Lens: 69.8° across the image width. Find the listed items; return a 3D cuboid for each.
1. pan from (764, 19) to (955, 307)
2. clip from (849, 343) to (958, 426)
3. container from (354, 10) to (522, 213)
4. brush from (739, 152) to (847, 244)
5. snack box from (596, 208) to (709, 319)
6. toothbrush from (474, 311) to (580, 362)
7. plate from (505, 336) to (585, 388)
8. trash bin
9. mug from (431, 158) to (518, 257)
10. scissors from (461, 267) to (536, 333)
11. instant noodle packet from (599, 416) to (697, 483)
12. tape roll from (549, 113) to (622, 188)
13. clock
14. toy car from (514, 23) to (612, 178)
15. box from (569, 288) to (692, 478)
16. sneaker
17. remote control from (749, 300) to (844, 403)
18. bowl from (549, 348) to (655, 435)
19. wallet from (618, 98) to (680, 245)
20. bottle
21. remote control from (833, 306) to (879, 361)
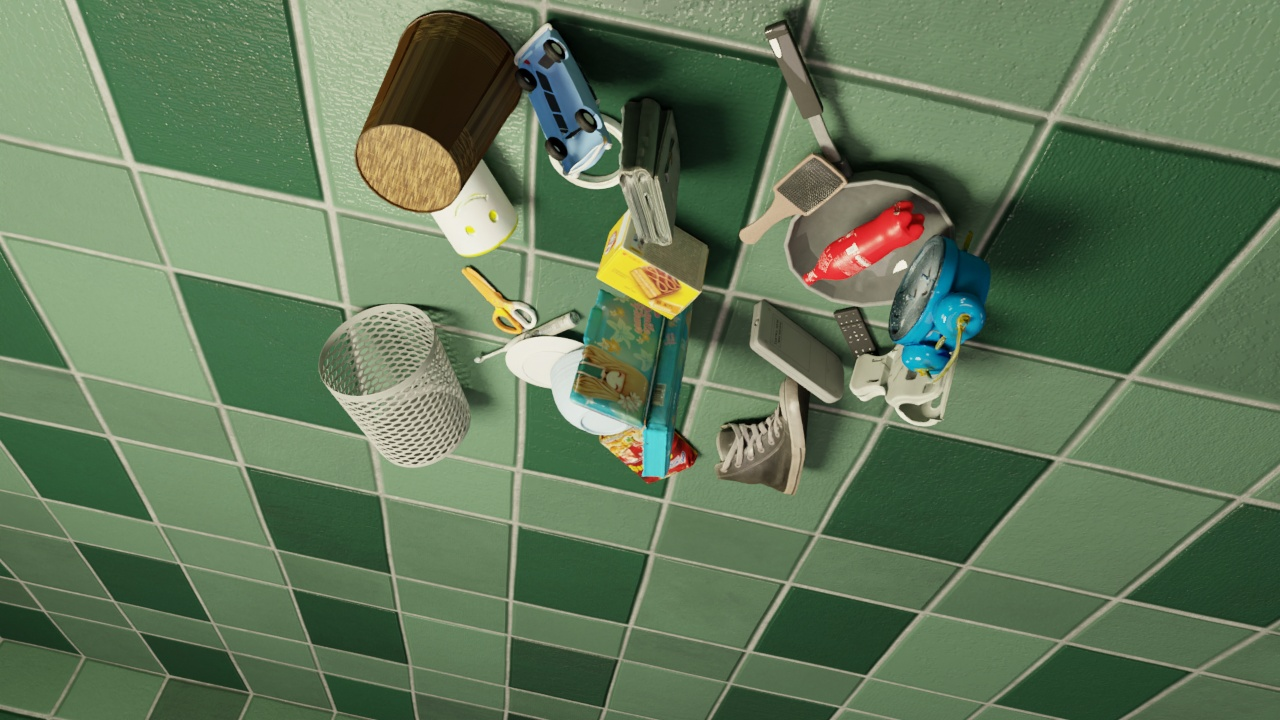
[{"bbox_3d":[0.205,-0.191,0.935,0.179,0.041,0.357,-13,134,27],"label":"pan"},{"bbox_3d":[0.327,0.019,1.089,0.104,0.126,0.152,31,150,-12],"label":"clip"},{"bbox_3d":[-0.199,-0.236,0.890,0.132,0.166,0.132,7,140,6],"label":"container"},{"bbox_3d":[0.149,-0.157,0.945,0.050,0.015,0.136,35,136,-17],"label":"brush"},{"bbox_3d":[0.016,-0.113,1.044,0.105,0.083,0.061,28,137,-17],"label":"snack box"},{"bbox_3d":[-0.157,-0.027,1.237,0.186,0.024,0.022,-20,87,33],"label":"toothbrush"},{"bbox_3d":[-0.118,0.009,1.256,0.134,0.011,0.135,3,148,1],"label":"plate"},{"bbox_3d":[-0.328,0.041,1.262,0.156,0.156,0.183,1,141,14],"label":"trash bin"},{"bbox_3d":[-0.196,-0.181,1.020,0.083,0.082,0.106,-9,135,23],"label":"mug"},{"bbox_3d":[-0.185,-0.080,1.189,0.065,0.013,0.128,-15,134,28],"label":"scissors"},{"bbox_3d":[0.011,0.128,1.363,0.099,0.039,0.135,-27,126,28],"label":"instant noodle packet"},{"bbox_3d":[-0.053,-0.225,0.985,0.093,0.013,0.093,7,140,6],"label":"tape roll"},{"bbox_3d":[0.298,-0.050,0.919,0.060,0.161,0.117,19,142,-4],"label":"clock"},{"bbox_3d":[-0.072,-0.247,0.879,0.056,0.153,0.054,-35,159,31],"label":"toy car"},{"bbox_3d":[0.012,0.000,1.065,0.084,0.226,0.171,-16,133,29],"label":"box"},{"bbox_3d":[0.166,0.097,1.250,0.120,0.095,0.235,8,147,6],"label":"sneaker"},{"bbox_3d":[0.194,-0.007,1.128,0.151,0.074,0.019,34,136,-23],"label":"remote control"},{"bbox_3d":[-0.049,0.053,1.239,0.150,0.074,0.151,0,147,0],"label":"bowl"},{"bbox_3d":[0.010,-0.188,0.921,0.054,0.131,0.100,-8,137,17],"label":"wallet"},{"bbox_3d":[0.227,-0.116,0.950,0.042,0.041,0.142,36,135,-25],"label":"bottle"},{"bbox_3d":[0.278,-0.016,1.146,0.030,0.009,0.140,-12,134,26],"label":"remote control"}]
